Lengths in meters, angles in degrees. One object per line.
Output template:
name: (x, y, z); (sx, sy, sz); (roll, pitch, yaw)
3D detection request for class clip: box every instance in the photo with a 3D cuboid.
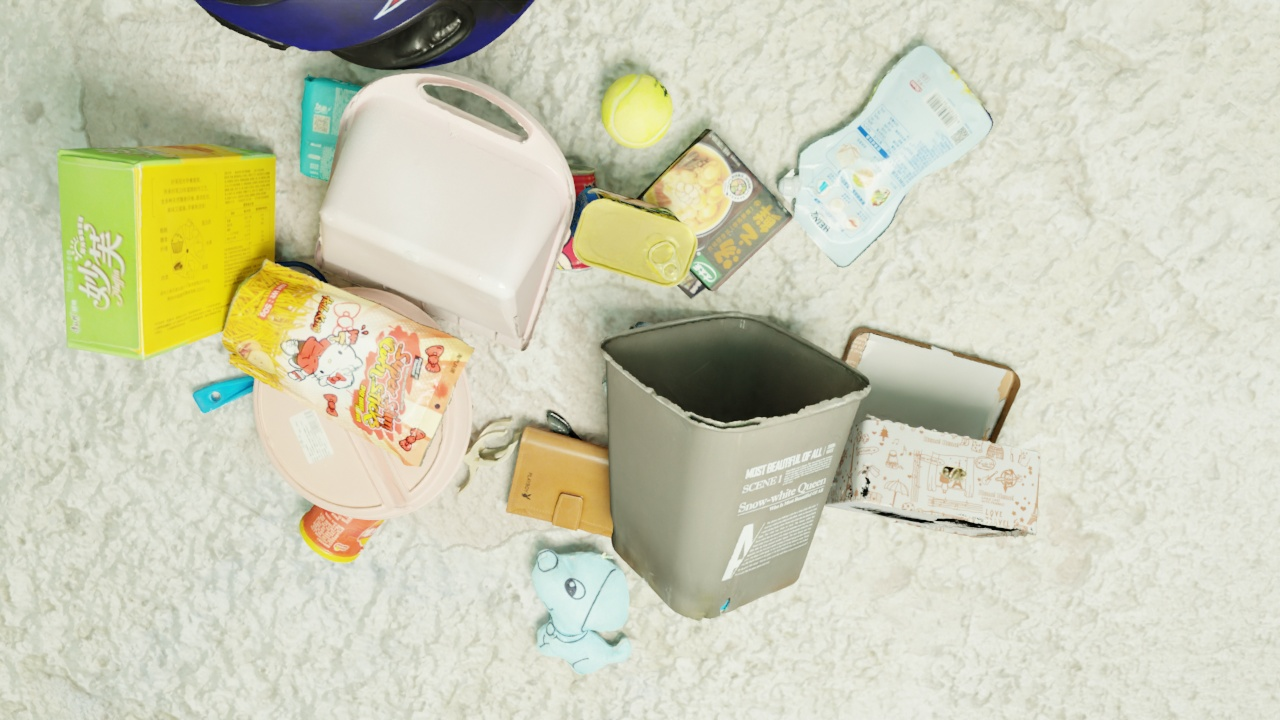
clip: (-0.168, 0.096, 0.955); (0.100, 0.034, 0.071); (-34, 105, 20)

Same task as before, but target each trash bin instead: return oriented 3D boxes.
trash bin: (0.073, 0.096, 0.851); (0.198, 0.199, 0.220); (-11, 119, -32)

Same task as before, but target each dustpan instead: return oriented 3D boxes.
dustpan: (-0.166, -0.128, 0.812); (0.222, 0.274, 0.138); (23, 78, -10)

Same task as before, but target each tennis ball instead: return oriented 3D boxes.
tennis ball: (-0.003, -0.225, 0.827); (0.065, 0.065, 0.065); (0, 108, 1)

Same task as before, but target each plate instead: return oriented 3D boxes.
plate: (-0.273, 0.045, 0.882); (0.230, 0.028, 0.229); (2, 98, 12)

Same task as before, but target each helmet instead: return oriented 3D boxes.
helmet: (-0.184, -0.341, 0.691); (0.247, 0.240, 0.315); (36, 85, 14)

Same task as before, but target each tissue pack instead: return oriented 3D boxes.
tissue pack: (-0.251, -0.205, 0.847); (0.133, 0.050, 0.093); (12, 109, -2)

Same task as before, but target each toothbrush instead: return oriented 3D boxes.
toothbrush: (-0.032, 0.120, 0.967); (0.014, 0.016, 0.189); (-39, 105, 22)

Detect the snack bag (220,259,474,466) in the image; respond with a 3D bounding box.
snack bag: (-0.268, 0.000, 0.835); (0.208, 0.073, 0.129); (27, 101, 1)

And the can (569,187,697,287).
can: (-0.010, -0.110, 0.795); (0.102, 0.083, 0.057); (15, 107, -14)

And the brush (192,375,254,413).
brush: (-0.337, 0.007, 0.928); (0.255, 0.045, 0.083); (-17, 111, 10)

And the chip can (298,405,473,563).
chip can: (-0.262, 0.109, 0.938); (0.073, 0.073, 0.217); (37, 105, -10)

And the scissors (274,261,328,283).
scissors: (-0.390, -0.089, 0.909); (0.165, 0.012, 0.157); (12, 107, -1)

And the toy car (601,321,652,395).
toy car: (-0.005, 0.005, 0.920); (0.043, 0.034, 0.091); (25, 108, -10)

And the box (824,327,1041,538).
box: (0.281, 0.066, 0.895); (0.183, 0.155, 0.187); (12, 79, -6)

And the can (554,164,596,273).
can: (-0.074, -0.134, 0.858); (0.066, 0.066, 0.094); (4, 108, 0)

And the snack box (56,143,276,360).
snack box: (-0.396, -0.103, 0.790); (0.070, 0.209, 0.158); (9, 105, 5)

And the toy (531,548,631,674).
toy: (-0.062, 0.270, 0.999); (0.161, 0.049, 0.156); (35, 107, -15)

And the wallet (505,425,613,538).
wallet: (-0.068, 0.129, 0.954); (0.132, 0.031, 0.108); (16, 118, -1)

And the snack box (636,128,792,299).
snack box: (0.058, -0.134, 0.868); (0.126, 0.053, 0.113); (-44, 102, 8)

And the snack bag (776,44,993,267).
snack bag: (0.222, -0.187, 0.850); (0.191, 0.038, 0.110); (-43, 108, 15)
